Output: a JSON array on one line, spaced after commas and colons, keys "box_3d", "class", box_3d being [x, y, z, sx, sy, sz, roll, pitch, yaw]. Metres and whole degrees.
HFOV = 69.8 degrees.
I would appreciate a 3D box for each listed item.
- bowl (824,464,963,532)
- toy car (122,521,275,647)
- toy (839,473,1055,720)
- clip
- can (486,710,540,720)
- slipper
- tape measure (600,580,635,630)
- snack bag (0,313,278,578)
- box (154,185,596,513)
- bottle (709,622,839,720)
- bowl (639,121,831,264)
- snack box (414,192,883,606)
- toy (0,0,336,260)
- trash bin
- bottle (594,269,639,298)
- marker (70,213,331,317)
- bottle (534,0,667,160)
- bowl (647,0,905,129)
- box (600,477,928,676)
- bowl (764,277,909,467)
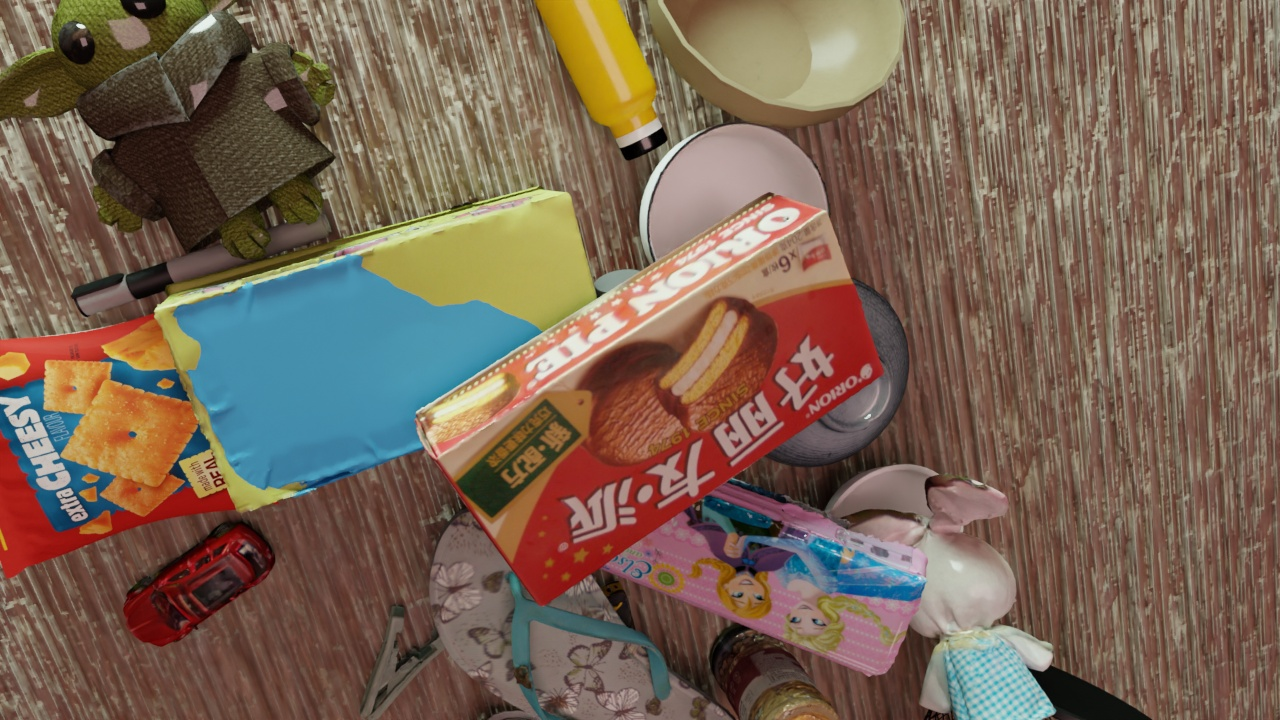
[{"box_3d": [0.167, 0.118, 0.647, 0.110, 0.040, 0.110, -4, 105, -14], "class": "bowl"}, {"box_3d": [-0.265, 0.136, 0.550, 0.091, 0.036, 0.042, -33, 109, 1], "class": "toy car"}, {"box_3d": [0.218, 0.169, 0.588, 0.131, 0.105, 0.205, -33, 79, 32], "class": "toy"}, {"box_3d": [-0.160, 0.200, 0.597, 0.059, 0.023, 0.076, 32, 92, -17], "class": "clip"}, {"box_3d": [-0.092, 0.312, 0.609, 0.078, 0.078, 0.136, 15, 98, -17], "class": "can"}, {"box_3d": [-0.033, 0.201, 0.571, 0.098, 0.055, 0.269, -42, 109, -1], "class": "slipper"}, {"box_3d": [-0.035, 0.185, 0.615, 0.064, 0.037, 0.065, -17, 104, -10], "class": "tape measure"}, {"box_3d": [-0.294, 0.040, 0.515, 0.144, 0.039, 0.131, -14, 105, -19], "class": "snack bag"}, {"box_3d": [-0.136, -0.013, 0.514, 0.220, 0.081, 0.124, -20, 108, -13], "class": "box"}, {"box_3d": [0.089, 0.225, 0.619, 0.056, 0.105, 0.056, -3, 103, -13], "class": "bottle"}, {"box_3d": [0.051, -0.087, 0.560, 0.113, 0.063, 0.113, -3, 104, -13], "class": "bowl"}, {"box_3d": [0.010, 0.018, 0.499, 0.236, 0.060, 0.113, -32, 120, -10], "class": "snack box"}, {"box_3d": [-0.230, -0.128, 0.473, 0.179, 0.078, 0.153, -34, 106, -1], "class": "toy"}, {"box_3d": [0.262, 0.330, 0.655, 0.184, 0.184, 0.210, 19, 92, -17], "class": "trash bin"}, {"box_3d": [-0.003, 0.003, 0.546, 0.030, 0.030, 0.113, -15, 120, -10], "class": "bottle"}, {"box_3d": [-0.246, -0.056, 0.519, 0.140, 0.016, 0.016, -20, 107, -9], "class": "marker"}, {"box_3d": [-0.027, -0.187, 0.528, 0.043, 0.043, 0.144, -29, 108, -6], "class": "bottle"}, {"box_3d": [0.071, -0.196, 0.528, 0.152, 0.051, 0.152, 5, 70, -15], "class": "bowl"}, {"box_3d": [0.054, 0.114, 0.571, 0.230, 0.053, 0.085, 19, 116, 12], "class": "box"}, {"box_3d": [0.128, 0.014, 0.605, 0.137, 0.057, 0.137, -3, 104, -13], "class": "bowl"}]
